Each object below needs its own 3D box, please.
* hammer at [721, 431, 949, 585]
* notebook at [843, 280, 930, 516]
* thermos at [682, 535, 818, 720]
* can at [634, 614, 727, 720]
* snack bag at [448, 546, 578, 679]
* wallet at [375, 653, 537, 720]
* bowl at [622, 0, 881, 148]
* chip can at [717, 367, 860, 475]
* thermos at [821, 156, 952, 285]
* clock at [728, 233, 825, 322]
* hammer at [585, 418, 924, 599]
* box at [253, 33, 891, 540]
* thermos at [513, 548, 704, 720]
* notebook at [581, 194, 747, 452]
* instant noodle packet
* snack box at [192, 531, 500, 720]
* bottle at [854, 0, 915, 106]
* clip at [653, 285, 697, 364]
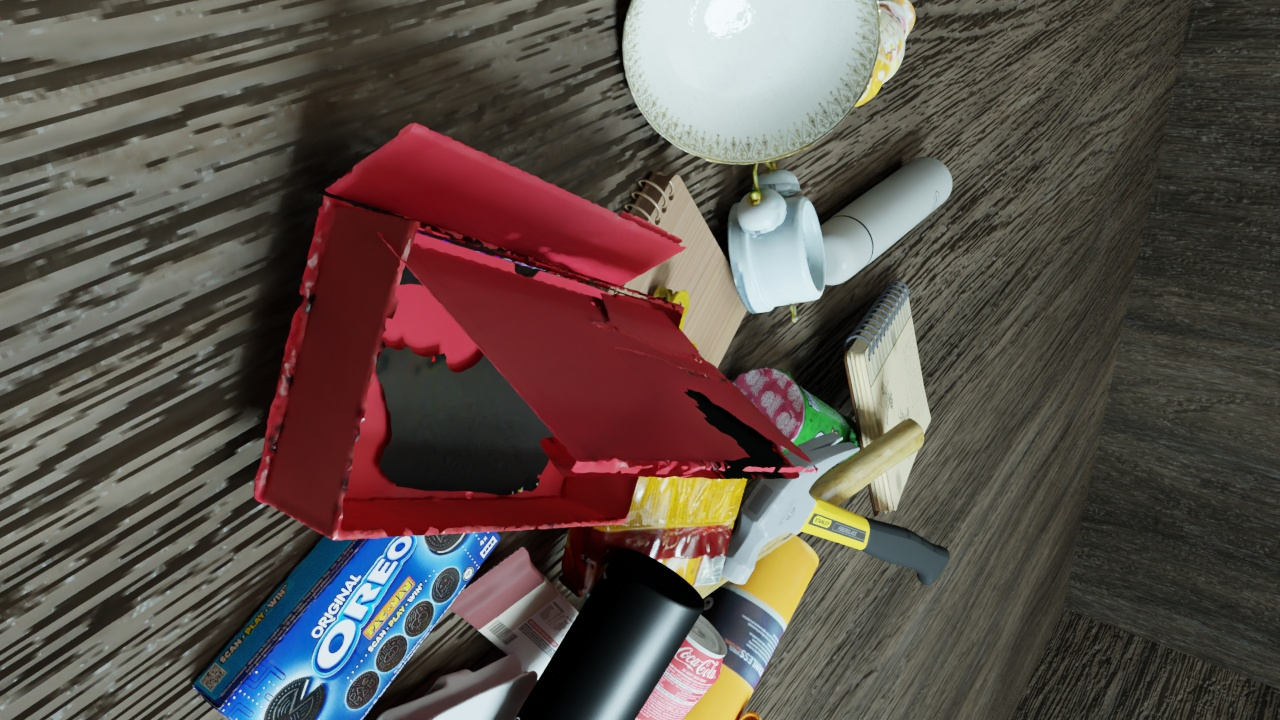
[{"bbox_3d":[0.184,0.144,0.759,0.323,0.029,0.127,25,97,-46],"label":"hammer"},{"bbox_3d":[0.244,0.027,0.891,0.224,0.024,0.167,-37,117,-59],"label":"notebook"},{"bbox_3d":[0.069,0.247,0.756,0.076,0.092,0.232,49,62,-30],"label":"thermos"},{"bbox_3d":[0.007,0.222,0.631,0.105,0.064,0.064,-52,147,9],"label":"can"},{"bbox_3d":[-0.065,0.169,0.584,0.057,0.013,0.158,-35,138,-5],"label":"snack bag"},{"bbox_3d":[-0.116,0.221,0.536,0.116,0.032,0.086,2,114,-58],"label":"wallet"},{"bbox_3d":[0.062,-0.195,0.541,0.063,0.145,0.145,-92,169,-49],"label":"bowl"},{"bbox_3d":[0.145,0.067,0.800,0.223,0.075,0.075,28,81,-57],"label":"chip can"},{"bbox_3d":[0.216,-0.129,0.832,0.223,0.052,0.052,-35,132,-42],"label":"thermos"},{"bbox_3d":[0.094,-0.090,0.658,0.083,0.057,0.118,-59,136,-54],"label":"clock"},{"bbox_3d":[0.103,0.136,0.726,0.329,0.033,0.132,-28,129,-24],"label":"hammer"},{"bbox_3d":[0.037,-0.132,0.392,0.215,0.141,0.511,13,110,-56],"label":"box"},{"bbox_3d":[-0.047,0.226,0.547,0.231,0.061,0.061,-59,147,4],"label":"thermos"},{"bbox_3d":[-0.003,0.004,0.602,0.210,0.022,0.169,-62,146,-16],"label":"notebook"},{"bbox_3d":[0.014,0.103,0.595,0.135,0.040,0.099,4,110,-38],"label":"instant noodle packet"},{"bbox_3d":[-0.137,0.120,0.457,0.149,0.027,0.082,-54,142,-27],"label":"snack box"},{"bbox_3d":[0.174,-0.243,0.708,0.108,0.063,0.063,-47,139,-31],"label":"bottle"},{"bbox_3d":[0.014,-0.022,0.580,0.053,0.044,0.049,3,69,-56],"label":"clip"}]
